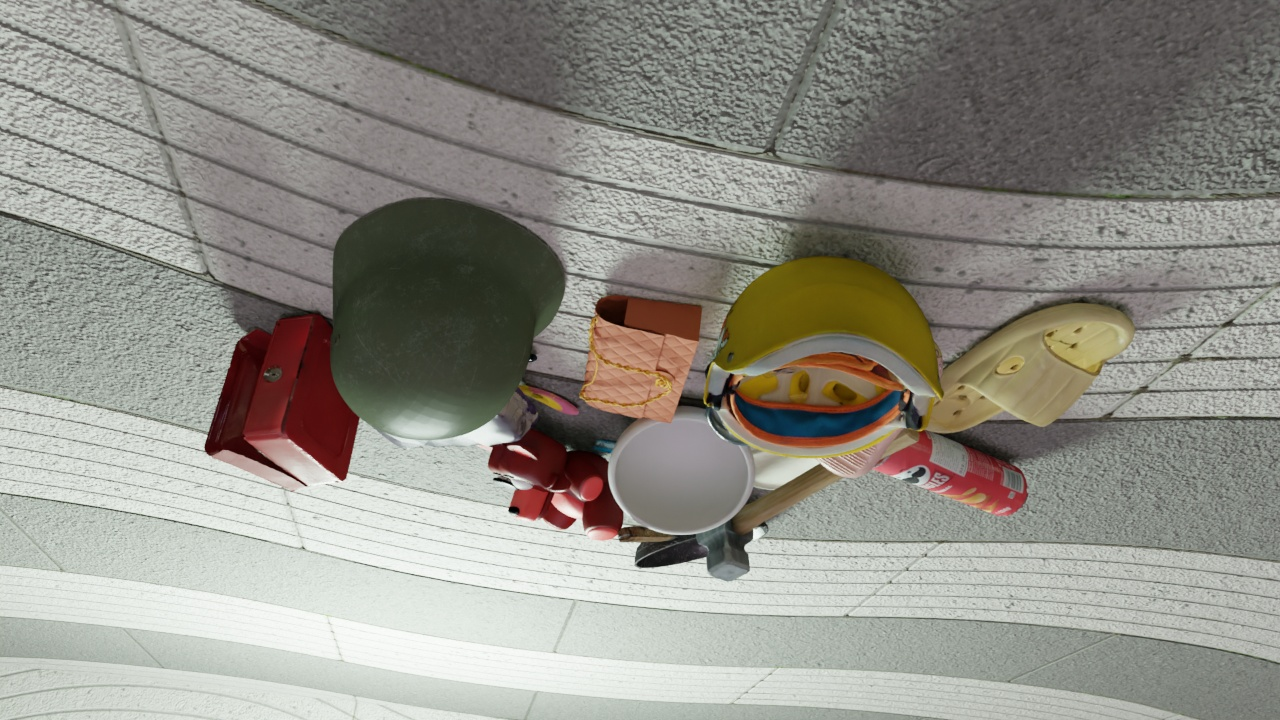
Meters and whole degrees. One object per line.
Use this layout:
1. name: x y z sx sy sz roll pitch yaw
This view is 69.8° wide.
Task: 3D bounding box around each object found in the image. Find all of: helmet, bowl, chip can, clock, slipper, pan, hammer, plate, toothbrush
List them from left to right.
1. helmet: -0.204 -0.009 0.886 0.227 0.153 0.269 25 142 -27
2. toothbrush: -0.129 0.038 1.088 0.135 0.016 0.021 23 141 -31
3. pan: 0.052 0.242 1.272 0.208 0.040 0.356 -22 157 19
4. bowl: 0.050 0.125 1.124 0.176 0.066 0.177 1 117 1
5. clock: 0.116 0.038 1.010 0.090 0.052 0.130 9 129 16
6. plate: 0.176 0.125 1.167 0.182 0.034 0.183 3 147 2
7. hammer: 0.192 0.152 1.096 0.051 0.117 0.324 27 133 -31
8. helmet: 0.168 -0.010 0.864 0.209 0.139 0.240 6 156 0
9. slipper: 0.251 0.037 0.980 0.093 0.081 0.198 36 126 14
10. chip can: 0.367 0.128 1.115 0.232 0.073 0.073 21 144 -26
11. slipper: 0.384 0.030 0.956 0.111 0.079 0.262 23 144 -21

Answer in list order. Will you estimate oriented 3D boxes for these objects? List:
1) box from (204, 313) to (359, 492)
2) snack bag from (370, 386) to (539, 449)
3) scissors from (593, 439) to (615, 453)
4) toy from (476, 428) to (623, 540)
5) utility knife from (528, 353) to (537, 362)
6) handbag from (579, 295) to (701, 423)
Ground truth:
1. box: -0.367 0.046 1.000 0.123 0.157 0.136 -20 142 26
2. snack bag: -0.227 0.062 1.067 0.206 0.058 0.096 -7 147 21
3. scissors: 0.004 0.118 1.200 0.140 0.015 0.083 18 147 -17
4. toy: -0.122 0.151 1.171 0.197 0.120 0.159 34 163 -32
5. utility knife: -0.190 0.002 1.029 0.156 0.017 0.030 -7 176 14
6. handbag: -0.005 0.005 0.982 0.109 0.060 0.172 10 147 -2
